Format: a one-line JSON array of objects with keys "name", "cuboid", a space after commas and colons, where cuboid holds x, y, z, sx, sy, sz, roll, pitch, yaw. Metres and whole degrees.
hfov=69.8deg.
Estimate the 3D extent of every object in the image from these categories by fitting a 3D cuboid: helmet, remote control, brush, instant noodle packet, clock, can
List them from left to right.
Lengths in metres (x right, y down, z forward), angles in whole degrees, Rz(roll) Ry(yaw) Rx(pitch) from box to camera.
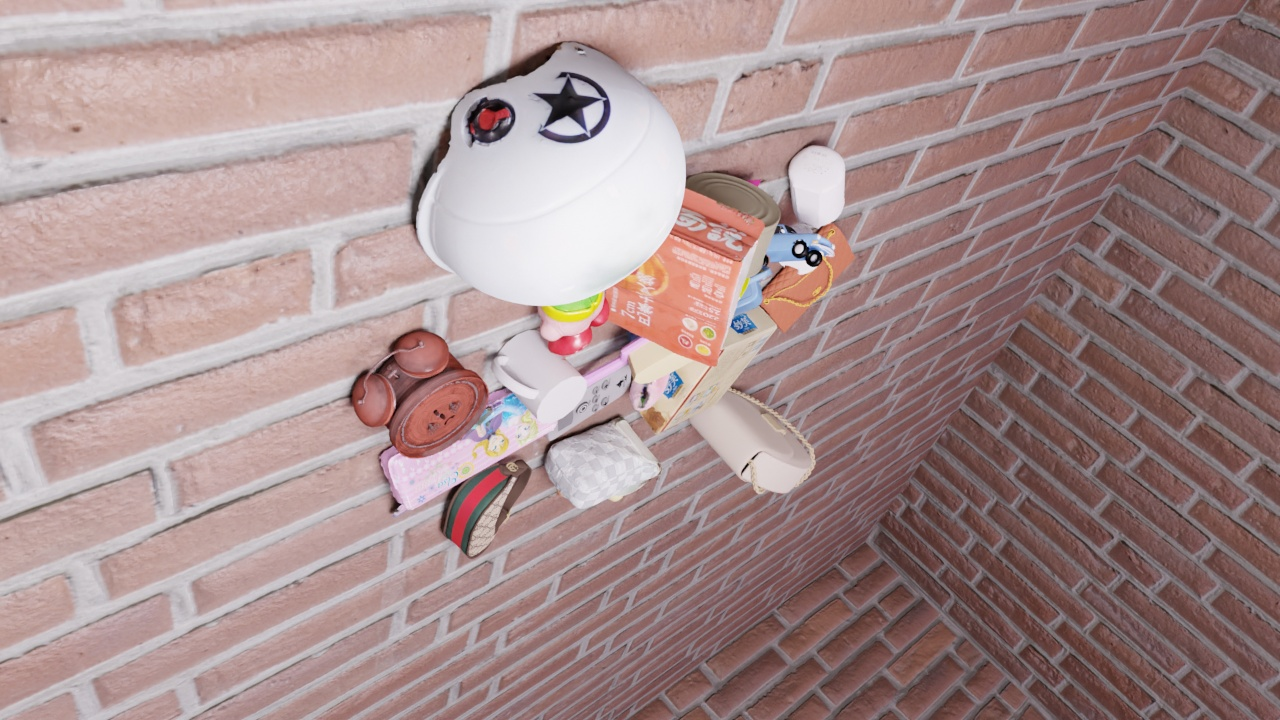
[{"name": "clock", "cuboid": [-0.238, 0.034, 0.987, 0.120, 0.072, 0.158, -44, 155, -3]}, {"name": "helmet", "cuboid": [-0.067, -0.147, 0.873, 0.263, 0.163, 0.237, -38, 152, -13]}, {"name": "remote control", "cuboid": [-0.074, 0.055, 1.313, 0.150, 0.019, 0.074, -32, 151, -25]}, {"name": "brush", "cuboid": [-0.007, 0.007, 1.231, 0.229, 0.043, 0.089, -28, 164, 9]}, {"name": "instant noodle packet", "cuboid": [0.037, -0.089, 1.090, 0.083, 0.164, 0.221, -56, 165, -40]}, {"name": "can", "cuboid": [0.101, -0.167, 1.127, 0.127, 0.128, 0.073, -22, 143, -39]}]

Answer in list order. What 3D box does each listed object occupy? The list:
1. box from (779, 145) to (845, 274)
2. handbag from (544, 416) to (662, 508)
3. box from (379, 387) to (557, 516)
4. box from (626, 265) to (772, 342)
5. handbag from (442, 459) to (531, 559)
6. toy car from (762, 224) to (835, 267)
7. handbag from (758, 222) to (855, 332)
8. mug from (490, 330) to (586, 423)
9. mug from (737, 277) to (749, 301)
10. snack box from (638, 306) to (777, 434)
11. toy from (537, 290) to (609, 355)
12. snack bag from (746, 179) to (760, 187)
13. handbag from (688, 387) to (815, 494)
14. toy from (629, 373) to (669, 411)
[{"name": "box", "cuboid": [0.236, -0.210, 1.291, 0.137, 0.083, 0.143, 59, 50, -65]}, {"name": "handbag", "cuboid": [-0.068, 0.164, 1.380, 0.171, 0.112, 0.124, -16, 148, -45]}, {"name": "box", "cuboid": [-0.211, 0.120, 1.163, 0.229, 0.066, 0.159, -29, 150, -29]}, {"name": "box", "cuboid": [0.079, -0.076, 1.269, 0.209, 0.049, 0.121, -25, 163, -9]}, {"name": "handbag", "cuboid": [-0.209, 0.206, 1.295, 0.138, 0.063, 0.167, -33, 155, -41]}, {"name": "toy car", "cuboid": [0.194, -0.160, 1.273, 0.056, 0.154, 0.054, 18, 77, -52]}, {"name": "handbag", "cuboid": [0.271, -0.134, 1.500, 0.172, 0.060, 0.109, -47, 150, 3]}, {"name": "mug", "cuboid": [-0.130, 0.019, 1.100, 0.105, 0.089, 0.074, -1, 130, -55]}, {"name": "mug", "cuboid": [0.076, -0.116, 1.185, 0.082, 0.106, 0.083, -35, 152, -21]}, {"name": "snack box", "cuboid": [0.103, 0.014, 1.431, 0.152, 0.055, 0.208, -22, 155, -45]}, {"name": "toy", "cuboid": [-0.068, -0.079, 1.053, 0.124, 0.097, 0.131, -48, 143, -22]}, {"name": "snack bag", "cuboid": [0.105, -0.161, 1.250, 0.070, 0.016, 0.197, -9, 138, -28]}, {"name": "handbag", "cuboid": [0.190, 0.142, 1.604, 0.208, 0.210, 0.103, 14, 118, -52]}, {"name": "toy", "cuboid": [0.014, 0.031, 1.364, 0.093, 0.050, 0.102, 125, -12, -80]}]
